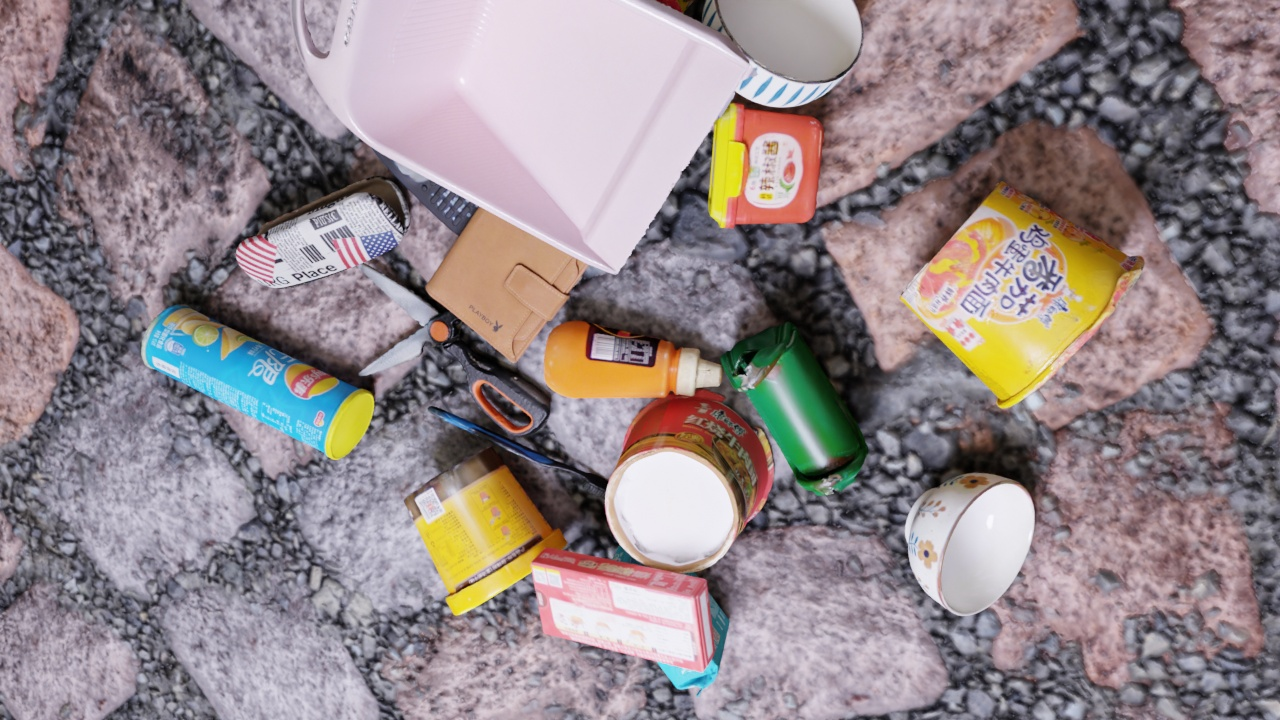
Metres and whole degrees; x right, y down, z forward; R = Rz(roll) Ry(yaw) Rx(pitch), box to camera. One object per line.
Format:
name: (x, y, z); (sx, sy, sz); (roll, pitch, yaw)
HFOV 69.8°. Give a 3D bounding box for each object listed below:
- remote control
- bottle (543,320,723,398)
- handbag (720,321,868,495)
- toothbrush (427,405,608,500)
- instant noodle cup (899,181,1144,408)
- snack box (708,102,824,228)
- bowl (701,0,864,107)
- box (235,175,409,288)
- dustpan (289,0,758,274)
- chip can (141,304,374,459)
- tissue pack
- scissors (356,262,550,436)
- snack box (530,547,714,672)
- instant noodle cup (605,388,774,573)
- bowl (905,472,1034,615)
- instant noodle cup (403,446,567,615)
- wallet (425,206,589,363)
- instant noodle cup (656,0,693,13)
remote control: (-0.178, -0.162, 0.796); (0.136, 0.024, 0.053); (46, 112, -4)
bottle: (-0.005, 0.005, 0.779); (0.149, 0.066, 0.067); (6, 107, 6)
handbag: (0.119, 0.038, 0.720); (0.068, 0.120, 0.131); (-31, 93, 15)
toothbrush: (-0.109, 0.084, 0.841); (0.189, 0.014, 0.016); (24, 125, -1)
instant noodle cup: (0.262, -0.053, 0.653); (0.110, 0.137, 0.138); (42, 112, 9)
snack box: (0.095, -0.148, 0.700); (0.080, 0.082, 0.091); (3, 107, 1)
bowl: (0.095, -0.232, 0.667); (0.116, 0.116, 0.066); (44, 153, 0)
box: (-0.283, -0.104, 0.812); (0.164, 0.082, 0.075); (-17, 106, 16)
dustpan: (-0.101, -0.185, 0.637); (0.273, 0.138, 0.223); (43, 136, 10)
chip can: (-0.363, 0.019, 0.874); (0.210, 0.071, 0.071); (25, 110, 8)
tissue pack: (0.026, 0.220, 0.811); (0.050, 0.093, 0.133); (-35, 93, 17)
scissors: (-0.159, -0.024, 0.832); (0.234, 0.021, 0.221); (-34, 93, 20)
snack box: (-0.016, 0.202, 0.750); (0.153, 0.025, 0.075); (4, 116, 28)
instant noodle cup: (0.036, 0.107, 0.768); (0.138, 0.108, 0.138); (4, 107, 14)
bowl: (0.253, 0.137, 0.731); (0.062, 0.113, 0.113); (29, 119, 53)
instant noodle cup: (-0.145, 0.150, 0.830); (0.119, 0.118, 0.114); (-33, 87, 21)
wallet: (-0.108, -0.078, 0.777); (0.108, 0.031, 0.132); (40, 111, 2)
instant noodle cup: (0.024, -0.316, 0.657); (0.124, 0.116, 0.116); (-40, 92, 10)
